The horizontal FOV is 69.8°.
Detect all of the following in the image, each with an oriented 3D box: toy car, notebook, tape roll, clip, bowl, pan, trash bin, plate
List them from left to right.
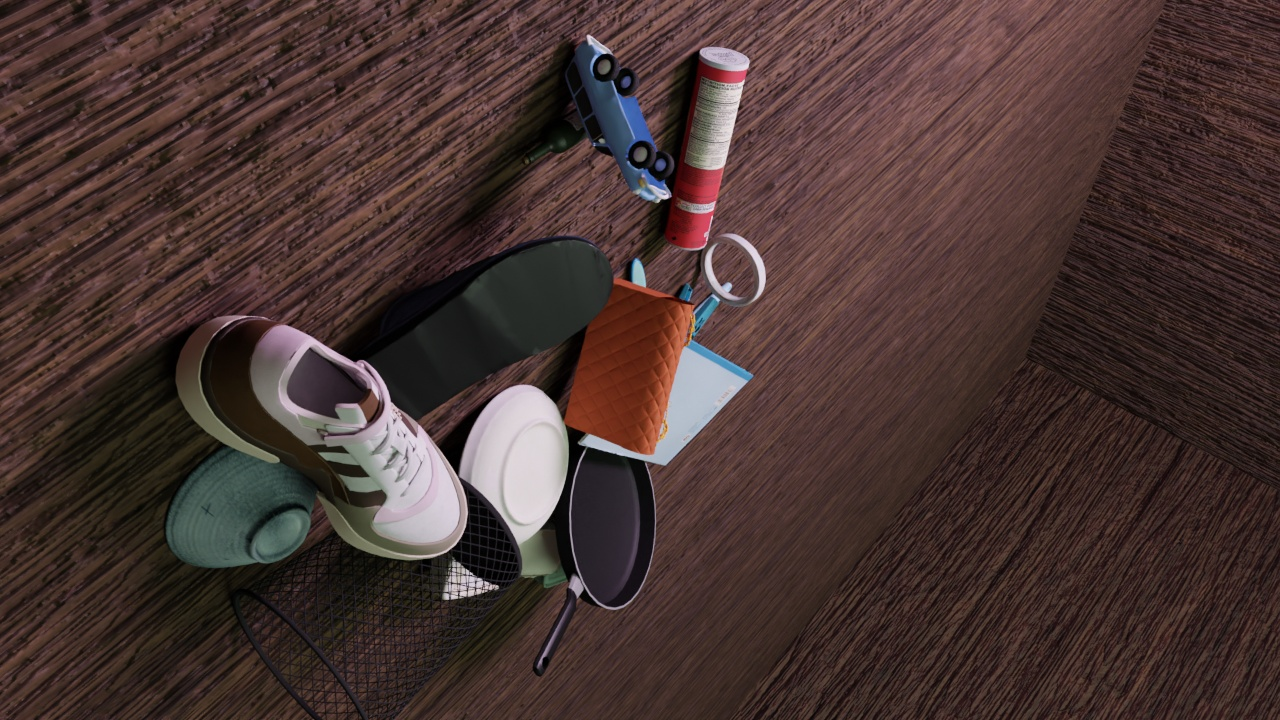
[{"bbox_3d":[-0.314,0.130,0.763,0.136,0.057,0.137,-38,147,-30],"label":"bowl"},{"bbox_3d":[-0.235,0.221,0.868,0.209,0.184,0.184,-40,149,-38],"label":"trash bin"},{"bbox_3d":[-0.126,0.119,1.000,0.181,0.034,0.182,-23,117,-56],"label":"plate"},{"bbox_3d":[-0.063,0.237,1.123,0.355,0.034,0.225,-59,136,-50],"label":"pan"},{"bbox_3d":[-0.019,-0.205,0.799,0.055,0.153,0.056,-25,171,21],"label":"toy car"},{"bbox_3d":[0.041,0.058,1.175,0.181,0.009,0.253,-46,153,10],"label":"notebook"},{"bbox_3d":[0.059,-0.023,1.145,0.130,0.120,0.030,-43,151,4],"label":"clip"},{"bbox_3d":[0.114,-0.112,1.139,0.013,0.093,0.093,-32,144,-37],"label":"tape roll"}]

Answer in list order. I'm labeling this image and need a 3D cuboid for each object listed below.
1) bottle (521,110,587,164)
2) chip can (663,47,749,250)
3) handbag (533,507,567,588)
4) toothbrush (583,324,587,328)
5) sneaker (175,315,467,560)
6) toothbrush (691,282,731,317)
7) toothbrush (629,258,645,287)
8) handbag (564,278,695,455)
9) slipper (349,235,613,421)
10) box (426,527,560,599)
[{"bbox_3d":[-0.067,-0.205,0.830,0.105,0.025,0.025,-40,148,-27],"label":"bottle"},{"bbox_3d":[0.068,-0.224,0.994,0.051,0.052,0.215,-29,142,-41],"label":"chip can"},{"bbox_3d":[-0.098,0.233,1.201,0.121,0.067,0.106,-5,122,-56],"label":"handbag"},{"bbox_3d":[-0.105,-0.028,0.967,0.167,0.014,0.014,-18,101,-53],"label":"toothbrush"},{"bbox_3d":[-0.206,0.066,0.714,0.294,0.117,0.111,55,47,-41],"label":"sneaker"},{"bbox_3d":[0.069,-0.055,1.211,0.154,0.016,0.022,-43,143,-22],"label":"toothbrush"},{"bbox_3d":[-0.003,-0.066,1.085,0.022,0.017,0.135,-35,146,-28],"label":"toothbrush"},{"bbox_3d":[-0.007,0.006,1.022,0.060,0.109,0.172,-8,115,-62],"label":"handbag"},{"bbox_3d":[-0.154,-0.040,0.816,0.265,0.083,0.109,-31,132,0],"label":"slipper"},{"bbox_3d":[-0.151,0.200,1.066,0.184,0.044,0.143,1,110,-51],"label":"box"}]
